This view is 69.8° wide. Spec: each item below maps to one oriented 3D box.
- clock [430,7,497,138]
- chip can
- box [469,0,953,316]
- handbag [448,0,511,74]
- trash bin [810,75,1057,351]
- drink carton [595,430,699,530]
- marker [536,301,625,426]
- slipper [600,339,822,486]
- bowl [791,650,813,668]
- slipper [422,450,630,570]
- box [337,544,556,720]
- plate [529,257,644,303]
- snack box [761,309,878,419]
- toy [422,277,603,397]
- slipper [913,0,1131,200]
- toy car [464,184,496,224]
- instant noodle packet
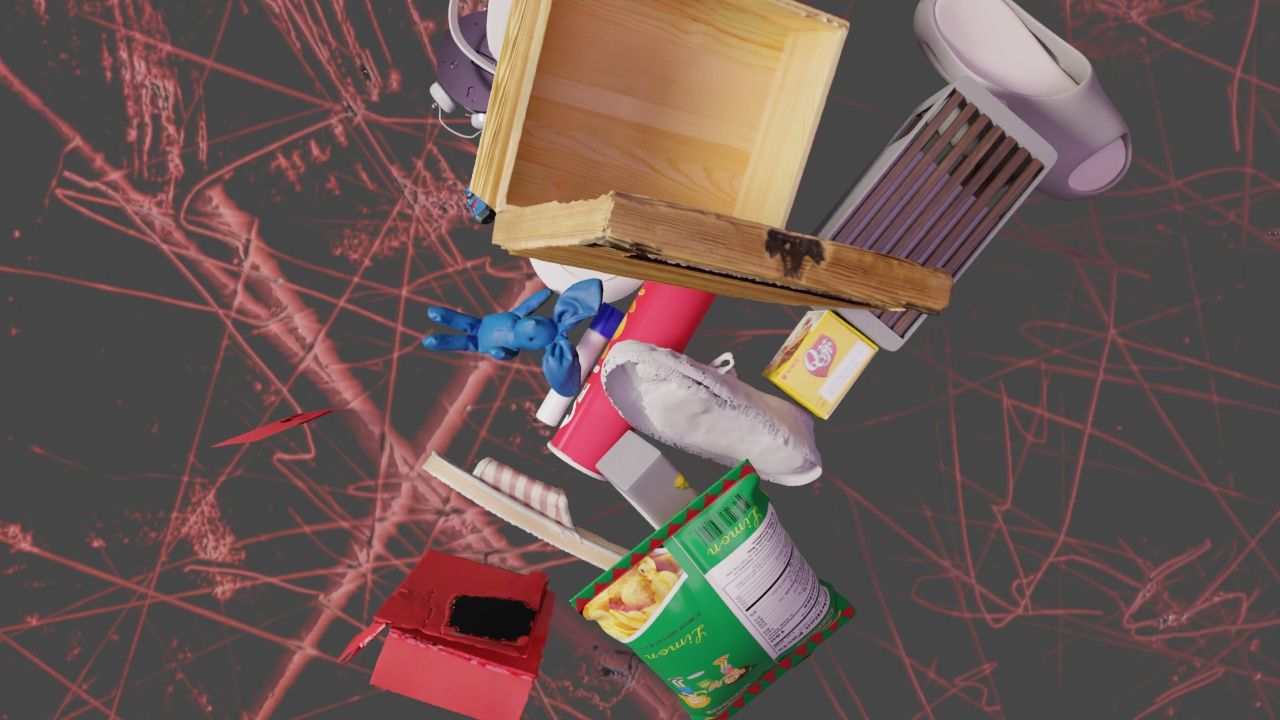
[{"bbox_3d":[-0.153,-0.276,0.893,0.094,0.035,0.122,28,94,-2],"label":"clock"},{"bbox_3d":[-0.005,0.005,0.896,0.069,0.069,0.220,31,92,-3],"label":"chip can"},{"bbox_3d":[0.051,-0.153,0.709,0.278,0.334,0.287,8,108,-28],"label":"box"},{"bbox_3d":[-0.042,-0.348,0.806,0.215,0.095,0.223,6,119,-28],"label":"handbag"},{"bbox_3d":[0.254,-0.132,0.867,0.114,0.114,0.229,39,92,-3],"label":"trash bin"},{"bbox_3d":[0.021,0.131,0.877,0.048,0.076,0.125,-46,123,-10],"label":"drink carton"},{"bbox_3d":[-0.060,0.005,0.916,0.023,0.027,0.133,29,93,-37],"label":"marker"},{"bbox_3d":[0.073,0.043,0.862,0.246,0.074,0.112,25,126,-25],"label":"slipper"},{"bbox_3d":[0.125,0.266,0.935,0.114,0.026,0.102,-12,94,-1],"label":"bowl"},{"bbox_3d":[-0.084,0.148,0.887,0.263,0.115,0.052,30,79,-9],"label":"slipper"},{"bbox_3d":[-0.176,0.280,0.841,0.165,0.213,0.153,16,93,-2],"label":"box"},{"bbox_3d":[-0.047,-0.124,0.916,0.134,0.011,0.134,0,94,-1],"label":"plate"},{"bbox_3d":[0.169,0.002,0.879,0.061,0.105,0.083,36,92,-1],"label":"snack box"},{"bbox_3d":[-0.119,-0.021,0.888,0.176,0.071,0.112,0,80,10],"label":"toy"},{"bbox_3d":[0.376,-0.266,0.878,0.113,0.080,0.266,-42,93,-1],"label":"slipper"},{"bbox_3d":[-0.118,-0.180,0.890,0.120,0.056,0.043,-37,92,3],"label":"toy car"},{"bbox_3d":[0.078,0.230,0.852,0.195,0.090,0.253,-38,123,-2],"label":"instant noodle packet"}]
